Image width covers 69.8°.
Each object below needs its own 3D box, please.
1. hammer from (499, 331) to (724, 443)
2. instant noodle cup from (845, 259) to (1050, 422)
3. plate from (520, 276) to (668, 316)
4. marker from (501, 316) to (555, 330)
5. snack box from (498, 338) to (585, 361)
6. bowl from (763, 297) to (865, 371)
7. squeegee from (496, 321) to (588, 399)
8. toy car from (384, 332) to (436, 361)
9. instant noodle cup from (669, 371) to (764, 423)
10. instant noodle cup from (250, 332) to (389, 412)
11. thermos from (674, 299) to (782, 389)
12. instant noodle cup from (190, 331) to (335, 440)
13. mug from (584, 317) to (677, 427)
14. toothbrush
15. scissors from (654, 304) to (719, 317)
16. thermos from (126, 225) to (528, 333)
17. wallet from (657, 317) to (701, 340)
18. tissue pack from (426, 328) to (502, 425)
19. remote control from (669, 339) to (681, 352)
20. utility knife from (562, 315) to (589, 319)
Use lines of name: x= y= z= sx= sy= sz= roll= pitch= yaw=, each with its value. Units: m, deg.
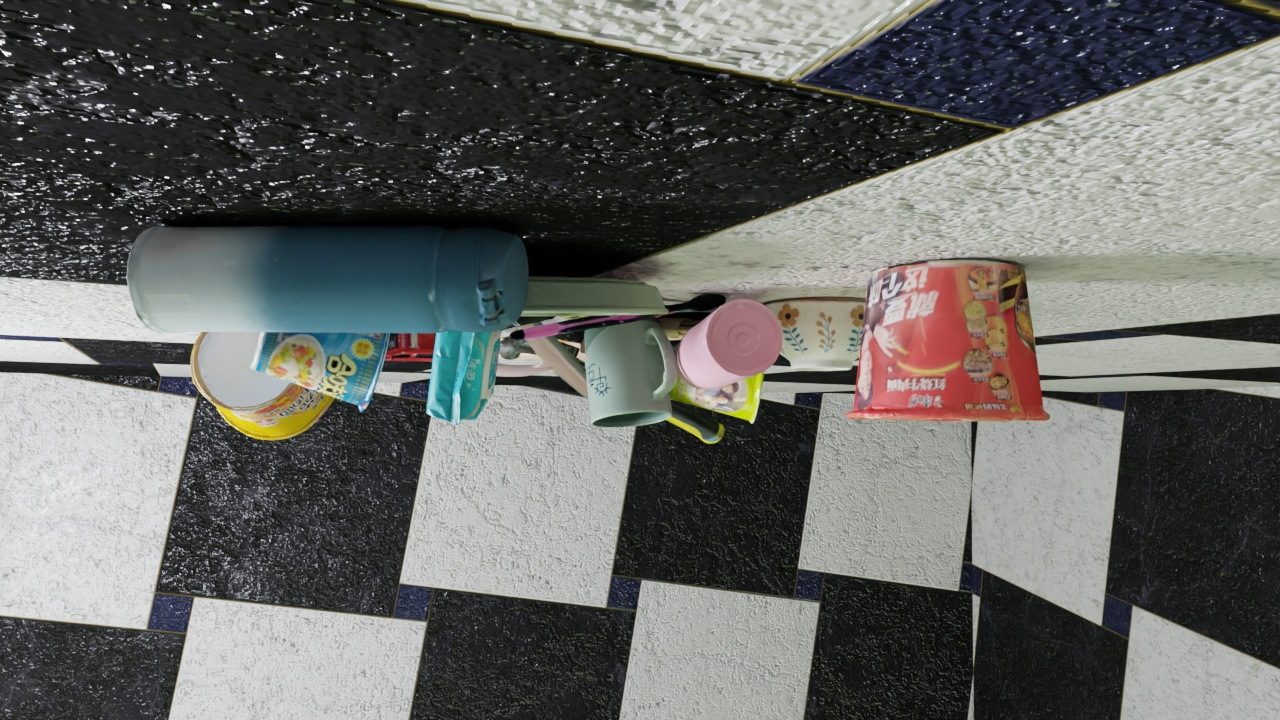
hammer: x=-0.019 y=0.036 z=1.184 sx=0.323 sy=0.031 sz=0.126 roll=28 pitch=158 yaw=-28
instant noodle cup: x=0.217 y=-0.010 z=0.659 sx=0.138 sy=0.108 sz=0.138 roll=0 pitch=176 yaw=0
plate: x=-0.094 y=-0.045 z=0.673 sx=0.230 sy=0.027 sz=0.230 roll=0 pitch=-178 yaw=0
marker: x=-0.120 y=-0.044 z=0.909 sx=0.022 sy=0.020 sz=0.132 roll=-31 pitch=-166 yaw=-32
snack box: x=-0.117 y=-0.016 z=1.240 sx=0.158 sy=0.026 sz=0.084 roll=-2 pitch=174 yaw=34
bowl: x=0.169 y=-0.022 z=0.860 sx=0.113 sy=0.062 sz=0.113 roll=1 pitch=178 yaw=0
squeegee: x=-0.193 y=-0.004 z=1.103 sx=0.250 sy=0.040 sz=0.247 roll=9 pitch=162 yaw=22
toy car: x=-0.245 y=-0.025 z=0.974 sx=0.120 sy=0.053 sz=0.045 roll=0 pitch=176 yaw=-23
instant noodle cup: x=0.099 y=0.020 z=1.237 sx=0.123 sy=0.111 sz=0.111 roll=9 pitch=177 yaw=3
instant noodle cup: x=-0.307 y=-0.012 z=0.878 sx=0.109 sy=0.099 sz=0.099 roll=17 pitch=170 yaw=-24
thermos: x=0.083 y=-0.010 z=0.850 sx=0.087 sy=0.067 sz=0.199 roll=-11 pitch=175 yaw=-7
instant noodle cup: x=-0.401 y=0.009 z=0.973 sx=0.138 sy=0.138 sz=0.110 roll=1 pitch=168 yaw=-6
mug: x=-0.005 y=0.005 z=0.917 sx=0.082 sy=0.106 sz=0.112 roll=6 pitch=163 yaw=-38
toothbrush: x=-0.019 y=-0.037 z=0.788 sx=0.189 sy=0.014 sz=0.018 roll=-10 pitch=-173 yaw=-7
scissors: x=0.032 y=-0.047 z=0.845 sx=0.133 sy=0.017 sz=0.056 roll=-1 pitch=-168 yaw=-30
thermos: x=-0.178 y=-0.047 z=0.537 sx=0.220 sy=0.070 sz=0.070 roll=0 pitch=176 yaw=3
wallet: x=0.048 y=-0.034 z=0.990 sx=0.115 sy=0.024 sz=0.087 roll=-1 pitch=-179 yaw=38
tissue pack: x=-0.157 y=0.000 z=0.833 sx=0.050 sy=0.093 sz=0.133 roll=9 pitch=-171 yaw=-4
remote control: x=0.068 y=-0.023 z=1.091 sx=0.053 sy=0.024 sz=0.136 roll=-1 pitch=-177 yaw=43
utility knife: x=-0.061 y=-0.044 z=0.955 sx=0.031 sy=0.018 sz=0.166 roll=-9 pitch=170 yaw=8
